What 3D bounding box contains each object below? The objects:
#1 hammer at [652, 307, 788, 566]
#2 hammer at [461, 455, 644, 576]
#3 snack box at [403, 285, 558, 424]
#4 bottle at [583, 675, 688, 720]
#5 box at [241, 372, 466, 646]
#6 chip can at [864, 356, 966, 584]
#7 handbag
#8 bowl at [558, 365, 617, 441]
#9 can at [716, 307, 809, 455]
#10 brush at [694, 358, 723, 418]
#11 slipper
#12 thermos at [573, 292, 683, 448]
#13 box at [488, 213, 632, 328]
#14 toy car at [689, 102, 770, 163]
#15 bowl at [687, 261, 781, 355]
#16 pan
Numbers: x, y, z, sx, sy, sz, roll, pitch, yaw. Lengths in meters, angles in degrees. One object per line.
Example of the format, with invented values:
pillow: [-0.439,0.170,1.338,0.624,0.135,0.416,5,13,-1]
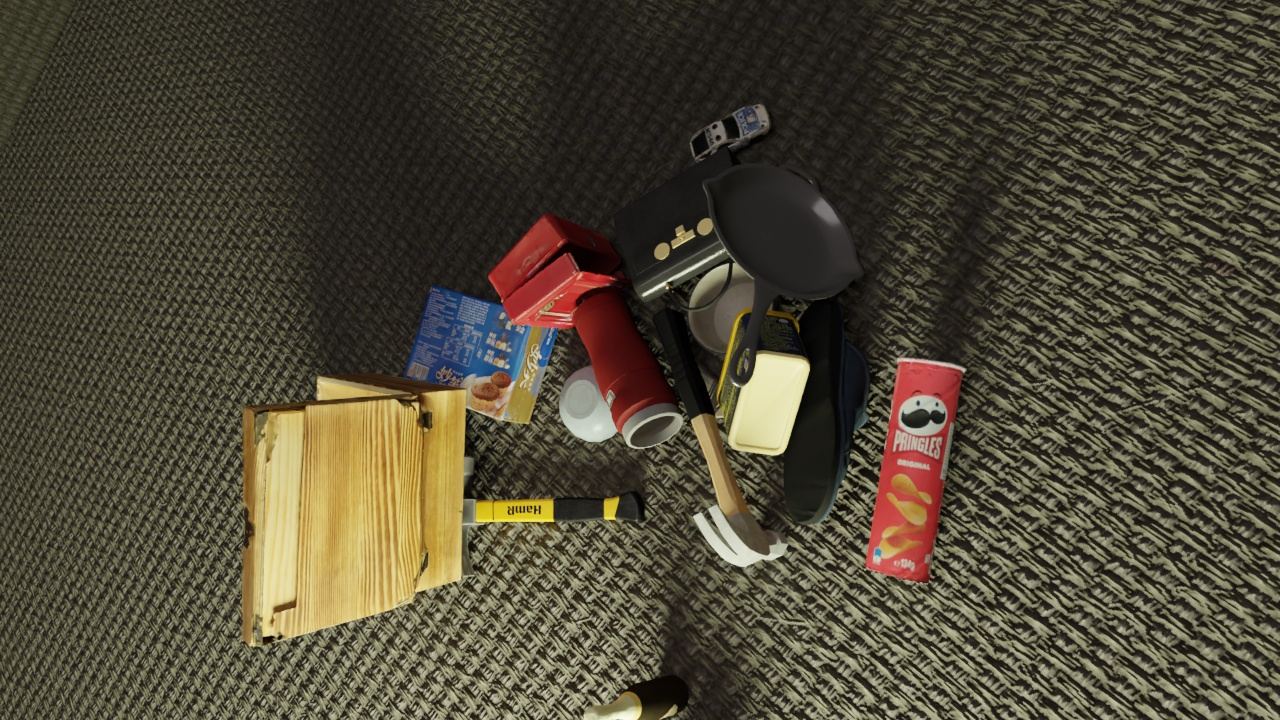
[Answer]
hammer: [0.079,0.083,1.094,0.039,0.131,0.327,-32,61,27]
hammer: [-0.140,0.209,1.252,0.325,0.034,0.169,-6,78,28]
snack box: [-0.233,-0.010,1.326,0.203,0.069,0.155,16,89,33]
bottle: [-0.007,0.391,1.042,0.045,0.184,0.045,-7,77,30]
box: [-0.406,0.171,1.196,0.287,0.335,0.279,6,95,37]
chip can: [0.294,0.117,0.985,0.073,0.073,0.233,8,85,32]
handbag: [0.066,-0.137,1.134,0.176,0.072,0.195,-27,48,24]
bowl: [-0.069,0.055,1.232,0.106,0.039,0.106,-7,77,30]
can: [0.138,0.025,1.042,0.075,0.104,0.135,8,118,-6]
brush: [0.104,0.055,1.145,0.151,0.012,0.039,44,104,29]
slipper: [0.221,0.058,1.029,0.109,0.083,0.265,134,149,-57]
thermos: [-0.007,0.007,1.178,0.108,0.084,0.198,-19,59,-10]
box: [-0.105,-0.112,1.209,0.130,0.157,0.097,-39,74,18]
toy car: [0.115,-0.296,1.191,0.113,0.040,0.048,-24,70,24]
bowl: [0.122,-0.058,1.128,0.116,0.059,0.115,-7,77,30]
pan: [0.145,-0.101,1.028,0.024,0.216,0.353,-52,13,51]
